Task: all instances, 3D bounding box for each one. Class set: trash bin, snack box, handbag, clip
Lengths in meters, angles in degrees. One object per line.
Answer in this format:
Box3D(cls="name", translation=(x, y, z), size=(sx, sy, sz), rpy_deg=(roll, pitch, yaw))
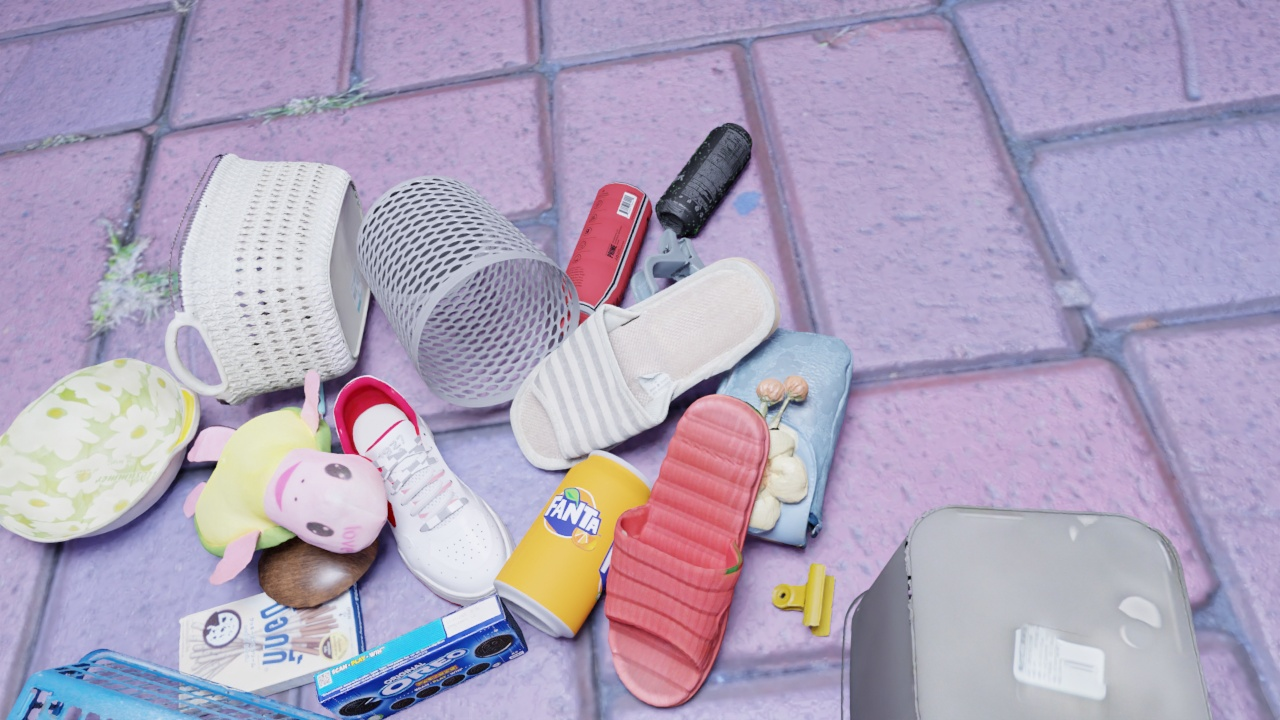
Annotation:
Box3D(cls="trash bin", translation=(-0.170, -0.073, 0.864), size=(0.156, 0.157, 0.183), rpy_deg=(-33, 49, -13))
Box3D(cls="snack box", translation=(-0.309, 0.236, 0.771), size=(0.150, 0.026, 0.081), rpy_deg=(-16, 57, -3))
Box3D(cls="trash bin", translation=(0.239, 0.208, 0.596), size=(0.197, 0.220, 0.197), rpy_deg=(2, 58, 9))
Box3D(cls="snack box", translation=(-0.168, 0.237, 0.718), size=(0.150, 0.082, 0.027), rpy_deg=(-24, 56, -7))
Box3D(cls="handbag", translation=(0.112, 0.056, 0.772), size=(0.122, 0.119, 0.191), rpy_deg=(15, 68, 19))
Box3D(cls="clip", translation=(0.133, 0.191, 0.739), size=(0.046, 0.048, 0.054), rpy_deg=(19, 61, -10))
Box3D(cls="clip", translation=(0.024, -0.078, 0.869), size=(0.031, 0.164, 0.172), rpy_deg=(-53, 49, 26))

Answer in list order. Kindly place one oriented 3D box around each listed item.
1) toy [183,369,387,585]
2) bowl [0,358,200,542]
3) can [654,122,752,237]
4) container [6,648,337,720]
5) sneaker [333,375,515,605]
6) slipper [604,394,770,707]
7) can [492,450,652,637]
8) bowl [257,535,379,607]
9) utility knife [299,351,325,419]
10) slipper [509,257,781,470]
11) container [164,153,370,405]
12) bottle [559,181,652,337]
Box3D(cls="toy", translation=(-0.309, 0.103, 0.777), size=(0.239, 0.088, 0.189), rpy_deg=(1, 59, 32))
Box3D(cls="bowl", translation=(-0.506, 0.092, 0.869), size=(0.219, 0.060, 0.188), rpy_deg=(-17, 56, 2))
Box3D(cls="can", translation=(0.068, -0.192, 0.973), size=(0.054, 0.054, 0.137), rpy_deg=(25, 64, 21))
Box3D(cls="container", translation=(-0.391, 0.397, 0.628), size=(0.257, 0.089, 0.361), rpy_deg=(10, 64, 14))
Box3D(cls="sneaker", translation=(-0.196, 0.104, 0.793), size=(0.090, 0.104, 0.236), rpy_deg=(-33, 59, -13))
Box3D(cls="slipper", translation=(0.029, 0.146, 0.702), size=(0.104, 0.059, 0.249), rpy_deg=(17, 93, 22))
Box3D(cls="can", translation=(-0.052, 0.151, 0.758), size=(0.079, 0.079, 0.142), rpy_deg=(25, 64, 21))
Box3D(cls="bowl", translation=(-0.284, 0.161, 0.794), size=(0.114, 0.026, 0.101), rpy_deg=(22, 50, 39))
Box3D(cls="utility knife", translation=(-0.324, 0.031, 0.909), size=(0.022, 0.015, 0.147), rpy_deg=(-19, 54, -4))
Box3D(cls="slipper", translation=(-0.005, 0.005, 0.791), size=(0.273, 0.054, 0.114), rpy_deg=(-34, 74, 18))
Box3D(cls="container", translation=(-0.345, -0.083, 0.879), size=(0.143, 0.185, 0.251), rpy_deg=(-4, 42, -4))
Box3D(cls="bottle", translation=(-0.040, -0.096, 0.923), size=(0.062, 0.062, 0.176), rpy_deg=(10, 60, 14))
